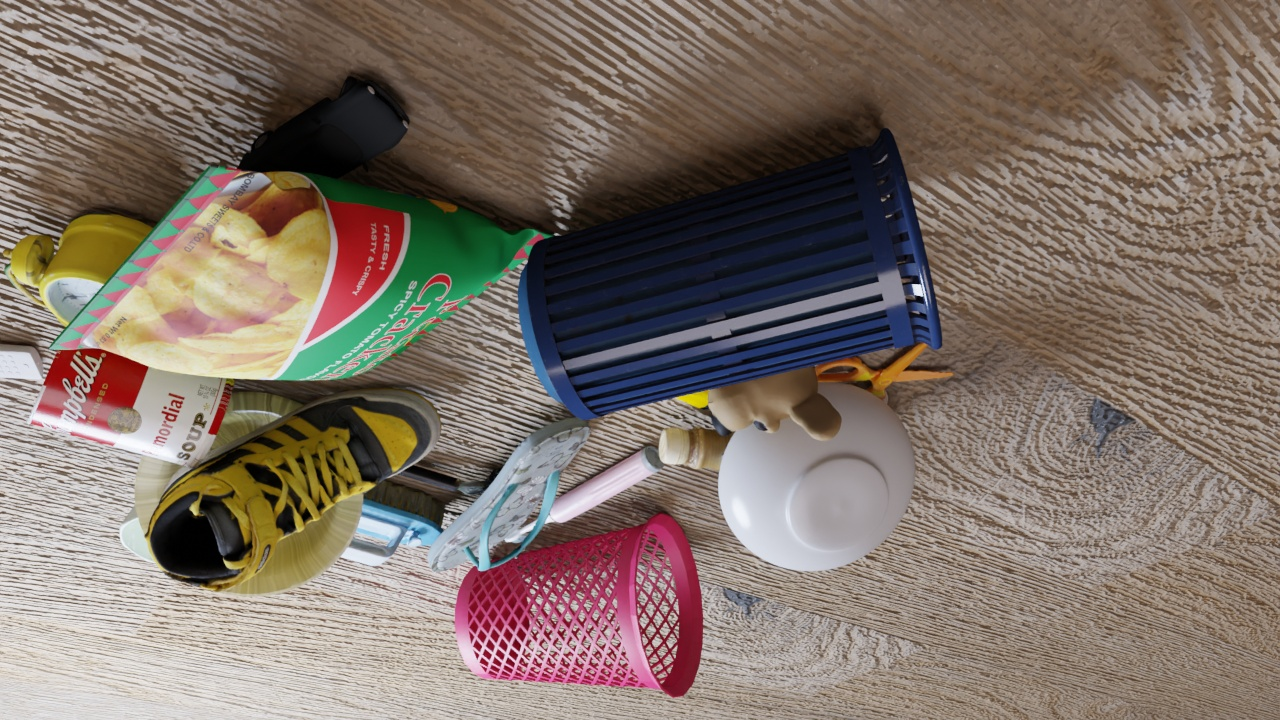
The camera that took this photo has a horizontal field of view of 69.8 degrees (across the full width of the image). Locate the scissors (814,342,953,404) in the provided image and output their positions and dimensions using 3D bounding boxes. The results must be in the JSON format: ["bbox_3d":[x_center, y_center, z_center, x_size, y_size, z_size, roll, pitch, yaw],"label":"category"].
[{"bbox_3d":[0.209,0.019,0.801,0.125,0.011,0.128,-2,144,0],"label":"scissors"}]

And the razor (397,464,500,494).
[{"bbox_3d":[-0.200,0.109,0.872,0.144,0.022,0.043,17,137,-24],"label":"razor"}]

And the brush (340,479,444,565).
[{"bbox_3d":[-0.253,0.161,0.893,0.135,0.075,0.056,25,135,-32],"label":"brush"}]

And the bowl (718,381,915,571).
[{"bbox_3d":[0.159,0.111,0.785,0.176,0.066,0.177,-3,109,-9],"label":"bowl"}]

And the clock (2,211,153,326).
[{"bbox_3d":[-0.365,-0.054,0.619,0.119,0.057,0.083,0,143,8],"label":"clock"}]

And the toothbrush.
[{"bbox_3d":[-0.064,0.142,0.926,0.026,0.027,0.223,29,132,-35],"label":"toothbrush"}]

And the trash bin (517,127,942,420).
[{"bbox_3d":[0.054,-0.047,0.601,0.250,0.139,0.139,-14,142,15],"label":"trash bin"}]

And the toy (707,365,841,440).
[{"bbox_3d":[0.088,0.007,0.716,0.106,0.134,0.108,-38,108,6],"label":"toy"}]

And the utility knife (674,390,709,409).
[{"bbox_3d":[-0.004,0.004,0.757,0.191,0.017,0.031,22,131,-35],"label":"utility knife"}]

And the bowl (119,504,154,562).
[{"bbox_3d":[-0.423,0.148,0.871,0.117,0.061,0.118,-3,142,-2],"label":"bowl"}]

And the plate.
[{"bbox_3d":[-0.338,0.114,0.806,0.184,0.036,0.184,-2,102,-10],"label":"plate"}]

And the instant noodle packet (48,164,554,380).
[{"bbox_3d":[-0.204,-0.047,0.593,0.196,0.090,0.252,-31,161,31],"label":"instant noodle packet"}]

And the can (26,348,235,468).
[{"bbox_3d":[-0.381,0.024,0.694,0.116,0.086,0.087,23,135,-30],"label":"can"}]

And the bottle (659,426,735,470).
[{"bbox_3d":[0.100,0.083,0.835,0.166,0.059,0.060,5,142,-11],"label":"bottle"}]

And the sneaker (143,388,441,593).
[{"bbox_3d":[-0.276,0.098,0.730,0.238,0.122,0.086,-23,109,-4],"label":"sneaker"}]

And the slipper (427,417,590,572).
[{"bbox_3d":[-0.118,0.146,0.883,0.098,0.054,0.270,-10,150,-47],"label":"slipper"}]

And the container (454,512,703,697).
[{"bbox_3d":[-0.070,0.270,0.986,0.226,0.182,0.183,-11,143,21],"label":"container"}]

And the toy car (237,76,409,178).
[{"bbox_3d":[-0.193,-0.129,0.554,0.112,0.034,0.046,-22,139,22],"label":"toy car"}]

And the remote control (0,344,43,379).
[{"bbox_3d":[-0.533,-0.004,0.704,0.131,0.012,0.033,4,140,-11],"label":"remote control"}]
